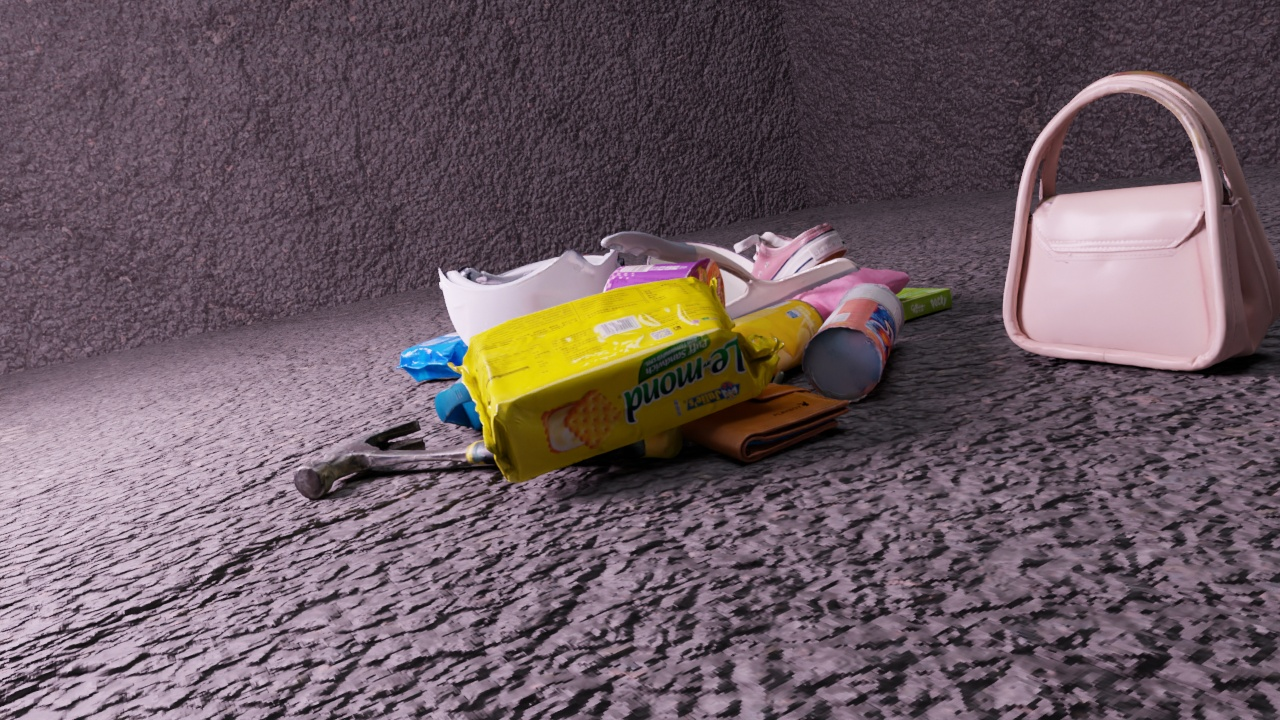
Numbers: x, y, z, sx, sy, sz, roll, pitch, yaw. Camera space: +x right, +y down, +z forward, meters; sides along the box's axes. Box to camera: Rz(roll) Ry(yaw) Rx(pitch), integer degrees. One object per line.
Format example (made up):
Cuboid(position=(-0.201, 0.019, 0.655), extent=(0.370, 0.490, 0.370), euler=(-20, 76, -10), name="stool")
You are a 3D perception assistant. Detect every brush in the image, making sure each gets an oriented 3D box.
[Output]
Cuboid(position=(-0.157, 0.034, 0.868), extent=(0.073, 0.055, 0.144), euler=(-18, -8, -21), name="brush")

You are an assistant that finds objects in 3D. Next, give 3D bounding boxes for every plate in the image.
Cuboid(position=(0.100, -0.107, 1.321), extent=(0.192, 0.039, 0.192), euler=(10, 35, -8), name="plate")

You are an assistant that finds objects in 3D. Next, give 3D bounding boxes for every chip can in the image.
Cuboid(position=(0.095, -0.006, 0.891), extent=(0.072, 0.072, 0.212), euler=(1, 15, 43), name="chip can")
Cuboid(position=(0.206, -0.022, 0.875), extent=(0.071, 0.071, 0.214), euler=(-5, 12, 22), name="chip can")

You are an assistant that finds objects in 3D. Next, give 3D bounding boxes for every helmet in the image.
Cuboid(position=(-0.127, -0.062, 1.175), extent=(0.229, 0.146, 0.258), euler=(-6, 7, 11), name="helmet")

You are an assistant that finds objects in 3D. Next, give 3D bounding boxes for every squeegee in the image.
Cuboid(position=(0.060, -0.107, 0.995), extent=(0.246, 0.039, 0.247), euler=(14, -23, -34), name="squeegee")

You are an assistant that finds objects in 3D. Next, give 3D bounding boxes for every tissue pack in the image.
Cuboid(position=(-0.249, -0.007, 1.246), extent=(0.095, 0.052, 0.156), euler=(-6, 11, 28), name="tissue pack")

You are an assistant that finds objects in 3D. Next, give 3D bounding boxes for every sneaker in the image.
Cuboid(position=(0.172, -0.116, 1.141), extent=(0.118, 0.088, 0.242), euler=(-25, -12, -21), name="sneaker")

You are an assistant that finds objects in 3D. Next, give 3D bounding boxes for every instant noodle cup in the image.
Cuboid(position=(0.021, -0.051, 0.937), extent=(0.099, 0.112, 0.111), euler=(6, 17, 29), name="instant noodle cup")

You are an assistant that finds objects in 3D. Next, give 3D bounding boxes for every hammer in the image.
Cuboid(position=(-0.122, 0.074, 0.773), extent=(0.324, 0.032, 0.126), euler=(-6, 12, 20), name="hammer")

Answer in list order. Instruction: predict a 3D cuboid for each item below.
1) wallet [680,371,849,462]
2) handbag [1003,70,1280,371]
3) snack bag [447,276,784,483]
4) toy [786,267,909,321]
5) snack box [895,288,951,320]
Cuboid(position=(0.095, 0.045, 0.747), extent=(0.118, 0.035, 0.131), euler=(-21, 15, -23), name="wallet")
Cuboid(position=(0.397, -0.114, 0.749), extent=(0.093, 0.234, 0.194), euler=(-19, 14, -32), name="handbag")
Cuboid(position=(-0.025, 0.000, 0.736), extent=(0.246, 0.068, 0.158), euler=(-19, 31, -10), name="snack bag")
Cuboid(position=(0.223, -0.064, 1.082), extent=(0.179, 0.074, 0.194), euler=(-18, 5, 25), name="toy")
Cuboid(position=(0.307, -0.073, 1.170), extent=(0.085, 0.026, 0.157), euler=(-16, 12, -30), name="snack box")
